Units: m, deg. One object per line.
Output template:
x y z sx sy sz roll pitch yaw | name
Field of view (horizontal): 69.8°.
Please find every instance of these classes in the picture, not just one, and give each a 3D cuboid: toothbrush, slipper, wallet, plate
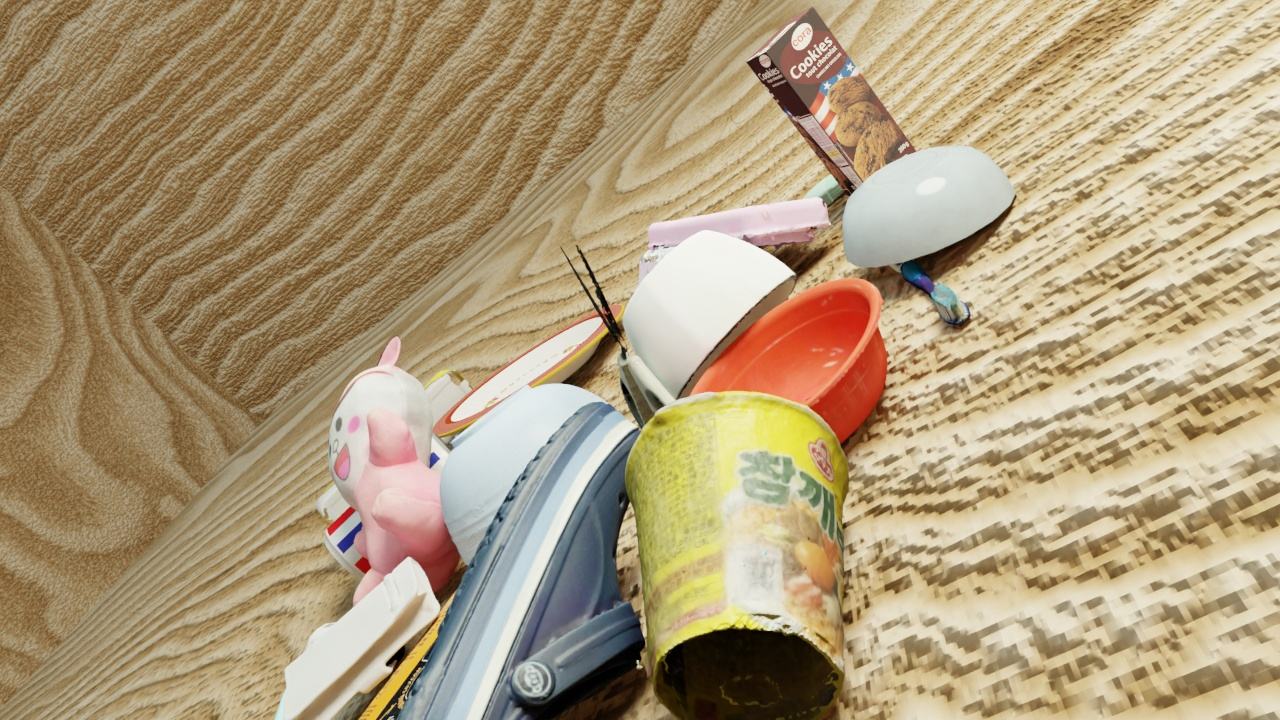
0.161 -0.058 0.553 0.016 0.017 0.188 -34 19 12 | toothbrush
-0.051 0.136 0.435 0.252 0.095 0.105 -63 1 -40 | slipper
-0.182 0.186 0.603 0.116 0.032 0.086 -43 21 -5 | wallet
-0.257 0.272 0.630 0.016 0.016 0.180 -52 14 10 | toothbrush
-0.108 0.015 0.918 0.230 0.021 0.229 -32 12 7 | plate

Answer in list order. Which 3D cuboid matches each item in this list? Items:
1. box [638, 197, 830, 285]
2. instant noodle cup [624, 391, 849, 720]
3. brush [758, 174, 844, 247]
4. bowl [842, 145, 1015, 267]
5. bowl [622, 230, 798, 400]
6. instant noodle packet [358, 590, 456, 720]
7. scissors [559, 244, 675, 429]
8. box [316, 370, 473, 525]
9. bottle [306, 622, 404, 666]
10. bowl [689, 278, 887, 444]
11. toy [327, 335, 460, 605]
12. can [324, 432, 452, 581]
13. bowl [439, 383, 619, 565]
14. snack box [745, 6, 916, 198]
0.067 -0.070 0.748 0.100 0.103 0.202 -9 8 -21 | box
0.039 0.081 0.365 0.102 0.102 0.108 -34 28 25 | instant noodle cup
0.105 -0.106 0.805 0.218 0.012 0.033 -35 19 28 | brush
0.169 -0.101 0.563 0.106 0.039 0.106 -26 18 9 | bowl
0.039 -0.032 0.595 0.116 0.065 0.116 -44 -12 -12 | bowl
-0.122 0.192 0.536 0.220 0.032 0.160 -53 13 -32 | instant noodle packet
-0.005 0.006 0.577 0.012 0.157 0.169 -33 -30 -13 | scissors
-0.263 0.104 1.004 0.209 0.084 0.080 -50 26 -22 | box
-0.206 0.211 0.670 0.116 0.041 0.041 -22 26 49 | bottle
0.085 0.016 0.493 0.131 0.045 0.130 -38 18 14 | bowl
-0.200 0.089 0.733 0.213 0.084 0.142 55 134 45 | toy
-0.212 0.133 0.823 0.132 0.070 0.070 -45 17 -9 | can
-0.082 0.065 0.638 0.150 0.075 0.150 -36 5 3 | bowl
0.145 -0.186 0.685 0.051 0.141 0.032 -45 17 -11 | snack box
